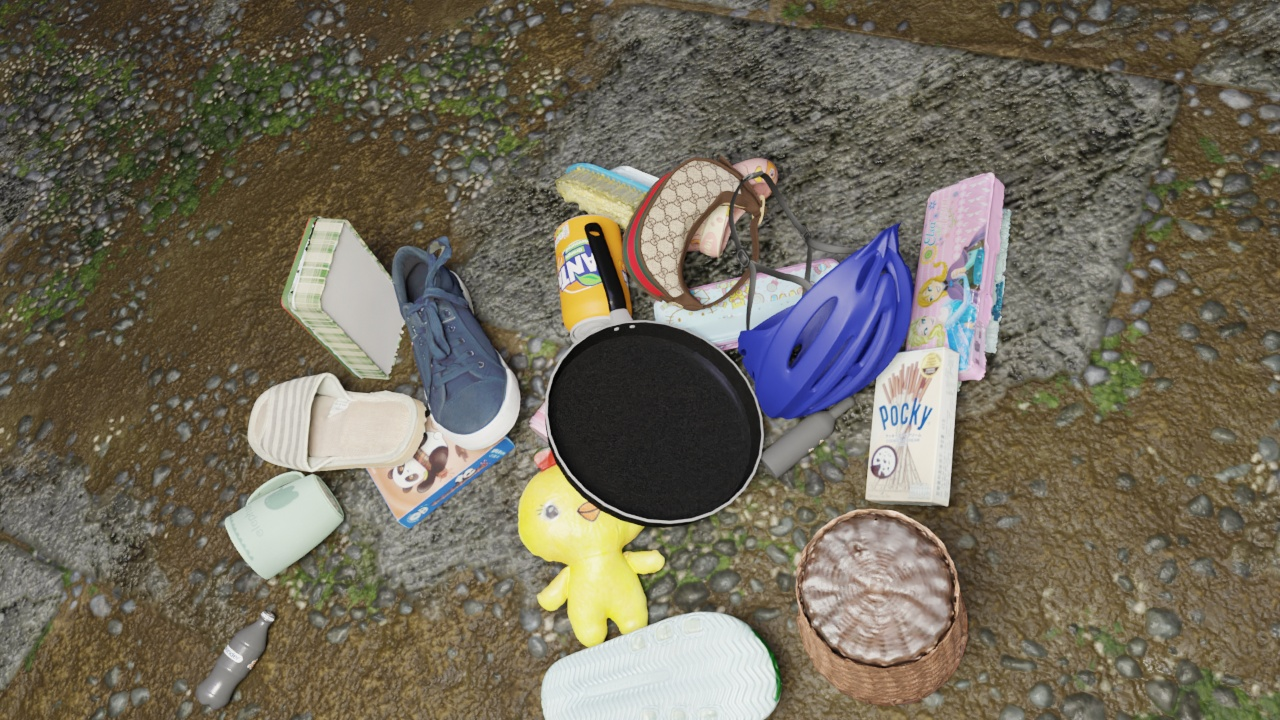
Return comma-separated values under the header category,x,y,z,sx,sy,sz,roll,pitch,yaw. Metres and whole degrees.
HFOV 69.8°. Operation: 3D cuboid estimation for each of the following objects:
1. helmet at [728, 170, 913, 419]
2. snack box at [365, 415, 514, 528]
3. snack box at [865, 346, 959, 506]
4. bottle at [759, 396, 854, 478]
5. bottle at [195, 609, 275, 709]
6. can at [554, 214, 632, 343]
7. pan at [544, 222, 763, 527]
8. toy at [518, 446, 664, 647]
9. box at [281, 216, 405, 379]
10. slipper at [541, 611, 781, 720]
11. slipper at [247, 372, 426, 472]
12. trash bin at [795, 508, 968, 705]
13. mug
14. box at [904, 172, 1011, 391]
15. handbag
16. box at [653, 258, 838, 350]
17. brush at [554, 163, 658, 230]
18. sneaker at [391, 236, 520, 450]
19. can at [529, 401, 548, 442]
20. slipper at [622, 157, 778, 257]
category,x,y,z,sx,sy,sz,roll,pitch,yaw
helmet,0.153,-0.066,0.909,0.227,0.147,0.242,49,130,13
snack box,-0.227,0.109,1.038,0.151,0.034,0.087,-38,61,-5
snack box,0.263,0.064,0.888,0.082,0.026,0.150,-11,67,56
bottle,0.174,0.075,0.943,0.113,0.030,0.030,-39,62,-4
bottle,-0.436,0.322,0.996,0.036,0.036,0.109,26,75,25
can,-0.055,-0.092,1.058,0.079,0.079,0.142,-13,63,9
pan,-0.005,0.005,0.959,0.225,0.034,0.356,-9,64,-20
toy,-0.052,0.181,0.927,0.133,0.092,0.207,-13,70,-12
box,-0.332,-0.066,1.054,0.050,0.206,0.117,4,68,9
slipper,0.017,0.302,0.860,0.246,0.074,0.104,-19,62,25
slipper,-0.360,0.073,1.055,0.273,0.054,0.114,3,77,29
trash bin,0.201,0.203,0.773,0.151,0.210,0.151,-6,64,12
mug,-0.401,0.172,1.035,0.104,0.084,0.111,-34,47,-13
box,0.340,-0.076,0.963,0.085,0.077,0.230,-14,56,52
handbag,0.064,-0.136,0.986,0.138,0.063,0.166,34,77,-17
box,0.121,-0.057,1.016,0.214,0.036,0.076,-12,63,10
brush,-0.034,-0.210,1.124,0.136,0.055,0.075,26,53,25
sneaker,-0.220,-0.032,1.025,0.121,0.127,0.294,-32,52,1
can,-0.074,0.060,0.999,0.067,0.067,0.076,32,77,26
slipper,0.077,-0.160,1.051,0.197,0.093,0.081,-27,72,1
